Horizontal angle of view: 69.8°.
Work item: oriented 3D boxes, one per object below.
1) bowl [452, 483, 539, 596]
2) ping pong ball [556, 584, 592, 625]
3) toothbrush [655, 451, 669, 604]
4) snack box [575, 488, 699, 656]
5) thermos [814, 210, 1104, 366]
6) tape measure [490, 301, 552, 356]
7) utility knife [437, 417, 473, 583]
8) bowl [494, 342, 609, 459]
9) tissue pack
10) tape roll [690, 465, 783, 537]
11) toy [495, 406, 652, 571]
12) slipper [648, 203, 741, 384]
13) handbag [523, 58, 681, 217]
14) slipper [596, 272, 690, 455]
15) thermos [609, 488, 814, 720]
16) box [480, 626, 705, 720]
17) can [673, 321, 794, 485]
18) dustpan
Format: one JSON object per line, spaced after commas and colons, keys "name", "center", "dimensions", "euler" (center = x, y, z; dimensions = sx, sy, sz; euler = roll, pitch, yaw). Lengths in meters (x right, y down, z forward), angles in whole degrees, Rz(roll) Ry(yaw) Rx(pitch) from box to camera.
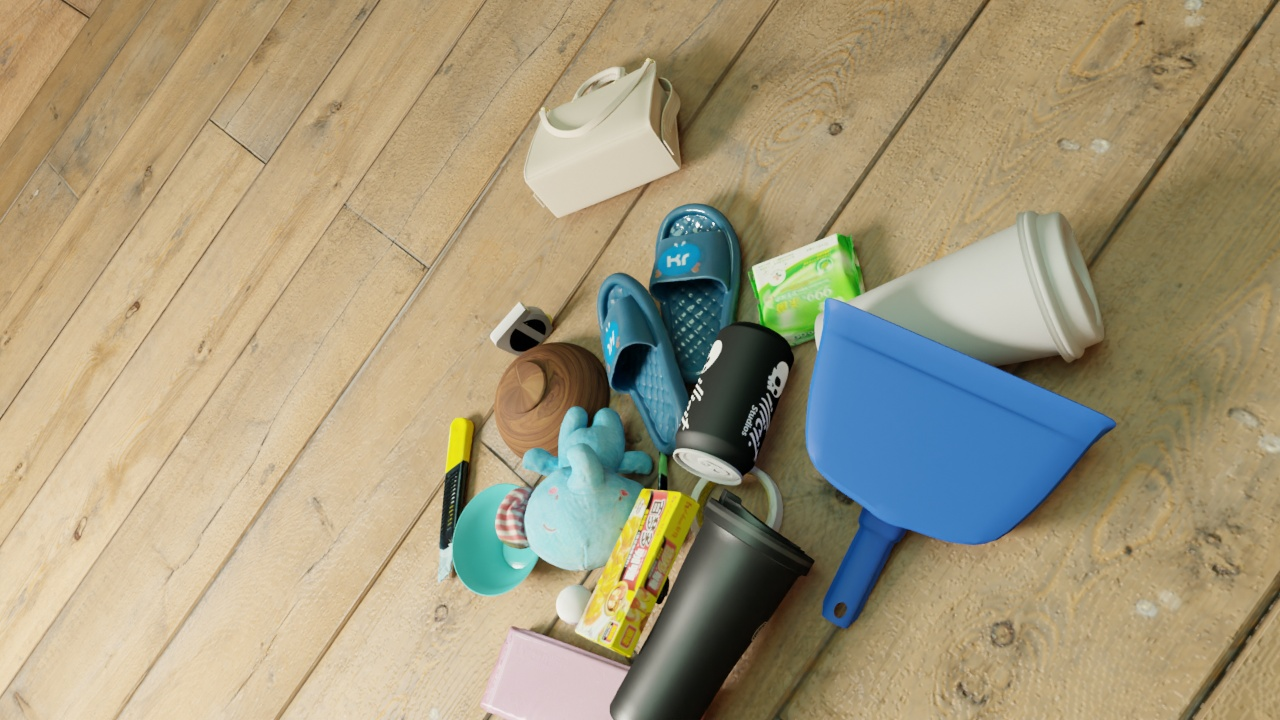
{"name": "bowl", "center": [-0.144, 0.199, 1.004], "dimensions": [0.121, 0.046, 0.121], "euler": [-12, 64, 27]}
{"name": "ping pong ball", "center": [-0.066, 0.250, 0.939], "dimensions": [0.040, 0.040, 0.040], "euler": [-12, 64, 27]}
{"name": "toothbrush", "center": [0.022, 0.155, 0.904], "dimensions": [0.017, 0.014, 0.187], "euler": [-49, 25, 38]}
{"name": "snack box", "center": [-0.003, 0.192, 0.851], "dimensions": [0.075, 0.025, 0.152], "euler": [-8, 52, 61]}
{"name": "thermos", "center": [0.273, -0.038, 0.811], "dimensions": [0.222, 0.131, 0.131], "euler": [-19, 61, 32]}
{"name": "tape measure", "center": [-0.139, -0.036, 1.089], "dimensions": [0.064, 0.065, 0.017], "euler": [-47, 54, 9]}
{"name": "utility knife", "center": [-0.221, 0.163, 1.083], "dimensions": [0.029, 0.020, 0.197], "euler": [-10, 64, 29]}
{"name": "bowl", "center": [-0.115, 0.040, 1.039], "dimensions": [0.148, 0.069, 0.147], "euler": [-12, 64, 27]}
{"name": "tissue pack", "center": [0.172, -0.071, 0.935], "dimensions": [0.114, 0.034, 0.099], "euler": [-21, 62, 25]}
{"name": "tape roll", "center": [0.093, 0.147, 0.899], "dimensions": [0.094, 0.019, 0.094], "euler": [-12, 64, 26]}
{"name": "toy", "center": [-0.052, 0.125, 0.938], "dimensions": [0.183, 0.115, 0.180], "euler": [2, 64, 2]}
{"name": "slipper", "center": [0.058, -0.079, 0.992], "dimensions": [0.104, 0.059, 0.213], "euler": [-12, 66, 25]}
{"name": "handbag", "center": [-0.043, -0.295, 1.132], "dimensions": [0.195, 0.101, 0.197], "euler": [-17, 50, 24]}
{"name": "slipper", "center": [-0.006, 0.006, 0.974], "dimensions": [0.213, 0.059, 0.104], "euler": [66, 149, 26]}
{"name": "thermos", "center": [0.058, 0.231, 0.809], "dimensions": [0.106, 0.105, 0.218], "euler": [29, 86, 36]}
{"name": "box", "center": [-0.047, 0.334, 0.898], "dimensions": [0.233, 0.041, 0.098], "euler": [7, 66, 32]}
{"name": "can", "center": [0.091, 0.041, 0.893], "dimensions": [0.080, 0.080, 0.145], "euler": [9, 64, 34]}
{"name": "dustpan", "center": [0.219, 0.113, 0.780], "dimensions": [0.246, 0.059, 0.258], "euler": [26, 96, 16]}
